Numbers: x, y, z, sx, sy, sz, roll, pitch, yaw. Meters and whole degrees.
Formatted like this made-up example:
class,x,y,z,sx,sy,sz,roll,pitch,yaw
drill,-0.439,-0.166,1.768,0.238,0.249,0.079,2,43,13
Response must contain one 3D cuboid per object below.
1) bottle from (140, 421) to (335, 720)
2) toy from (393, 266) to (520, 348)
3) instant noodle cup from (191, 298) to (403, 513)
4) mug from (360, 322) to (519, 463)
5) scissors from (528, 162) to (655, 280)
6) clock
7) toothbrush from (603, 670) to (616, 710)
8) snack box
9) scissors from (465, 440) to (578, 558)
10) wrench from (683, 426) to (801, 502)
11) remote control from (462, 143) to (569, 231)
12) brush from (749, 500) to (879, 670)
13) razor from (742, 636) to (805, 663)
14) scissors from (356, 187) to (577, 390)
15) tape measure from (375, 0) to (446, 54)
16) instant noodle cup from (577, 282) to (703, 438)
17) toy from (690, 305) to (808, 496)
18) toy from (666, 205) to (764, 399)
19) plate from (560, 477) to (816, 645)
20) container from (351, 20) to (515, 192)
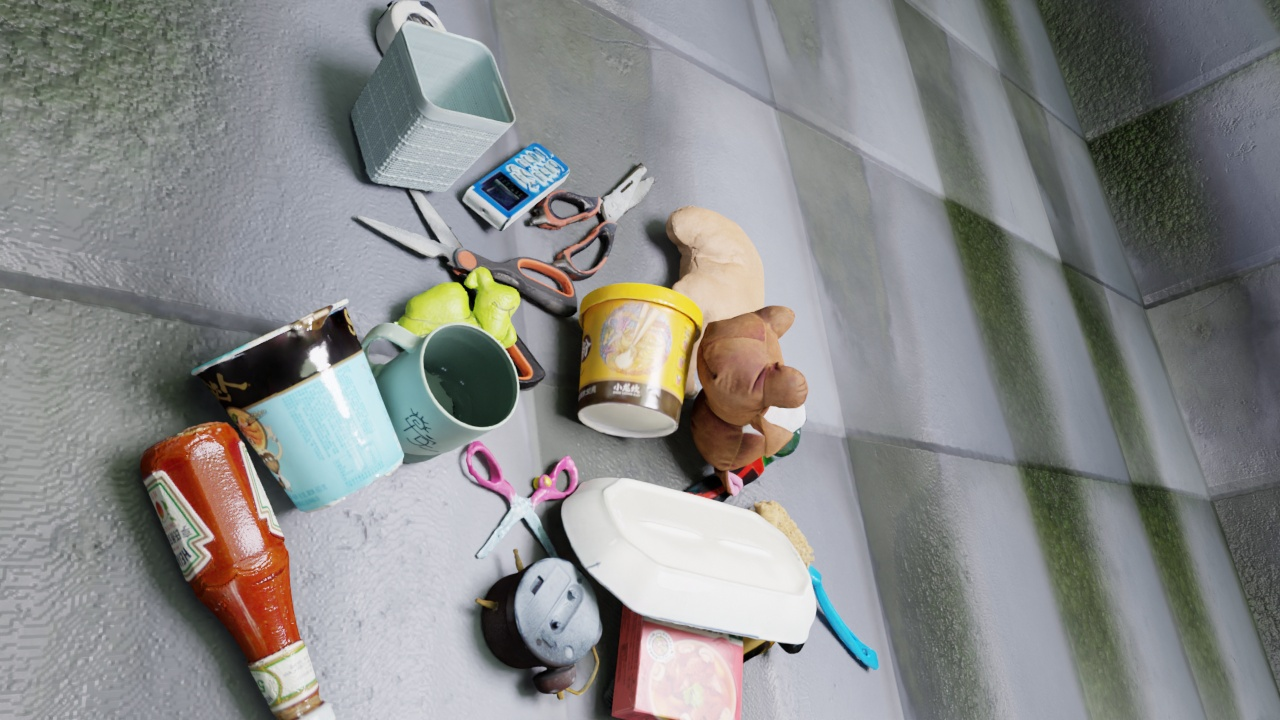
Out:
class,x,y,z,sx,sy,sz,roll,pitch,yaw
bottle,-0.248,0.141,0.577,0.059,0.060,0.206,-21,87,-49
toy,-0.152,-0.032,0.758,0.100,0.031,0.096,7,85,-15
instant noodle cup,-0.223,0.035,0.626,0.111,0.111,0.120,-37,105,-49
mug,-0.165,0.020,0.685,0.111,0.107,0.082,43,46,-23
scissors,-0.046,-0.166,0.973,0.198,0.015,0.204,19,57,-38
clock,-0.072,0.210,0.723,0.122,0.055,0.081,53,42,-14
toothbrush,0.008,0.221,0.819,0.016,0.014,0.188,35,53,-11
snack box,0.045,0.255,0.785,0.127,0.044,0.113,20,55,-22
scissors,-0.100,0.117,0.774,0.134,0.017,0.133,56,45,-15
wrench,0.109,0.114,0.989,0.272,0.016,0.056,-32,90,-49
remote control,-0.118,-0.169,0.888,0.049,0.024,0.124,39,43,1
brush,0.189,0.248,0.985,0.254,0.046,0.083,52,22,-22
razor,0.097,0.269,0.870,0.167,0.062,0.067,-13,53,-43
scissors,-0.142,-0.073,0.826,0.227,0.022,0.220,-8,71,-48
tape measure,-0.212,-0.301,0.858,0.065,0.034,0.065,-22,85,-51
instant noodle cup,-0.005,0.005,0.858,0.118,0.119,0.114,24,62,-36
toy,0.104,0.038,0.891,0.130,0.200,0.139,7,49,-8
toy,0.081,-0.061,1.009,0.143,0.083,0.225,18,61,-34
plate,0.054,0.166,0.809,0.265,0.034,0.162,20,25,-30
container,-0.180,-0.207,0.777,0.089,0.112,0.090,-1,63,-45
